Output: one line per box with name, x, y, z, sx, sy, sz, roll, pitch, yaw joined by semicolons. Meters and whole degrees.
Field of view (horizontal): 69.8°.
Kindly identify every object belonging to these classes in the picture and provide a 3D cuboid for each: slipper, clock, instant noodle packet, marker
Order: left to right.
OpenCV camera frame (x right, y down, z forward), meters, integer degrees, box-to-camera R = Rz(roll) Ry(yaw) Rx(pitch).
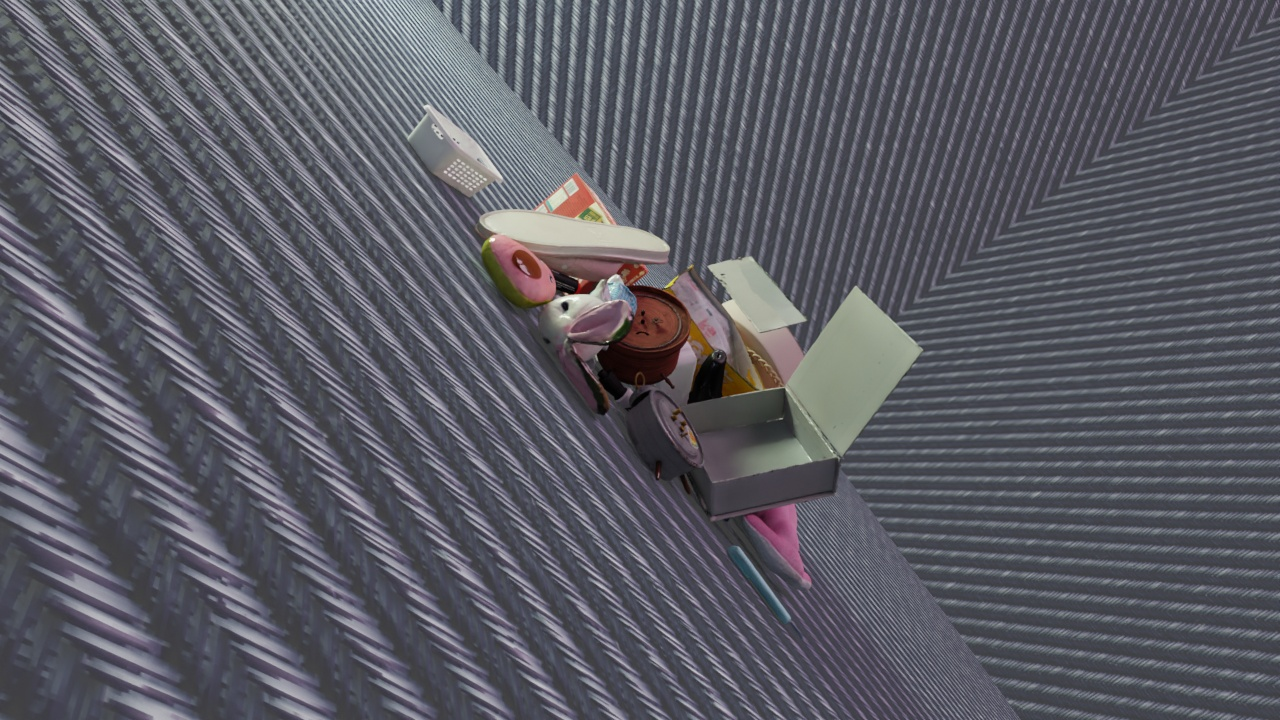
marker;-0.126;-0.106;1.089;0.023;0.021;0.145;29;7;42
slipper;-0.082;-0.143;1.171;0.273;0.055;0.114;1;31;-34
marker;-0.007;0.058;1.096;0.126;0.025;0.025;47;10;-18
clock;0.000;-0.039;1.146;0.072;0.120;0.157;99;-6;-45
clock;0.024;0.074;1.045;0.104;0.056;0.147;33;27;-55
instant noodle packet;0.077;-0.001;1.327;0.084;0.163;0.221;-34;87;-38

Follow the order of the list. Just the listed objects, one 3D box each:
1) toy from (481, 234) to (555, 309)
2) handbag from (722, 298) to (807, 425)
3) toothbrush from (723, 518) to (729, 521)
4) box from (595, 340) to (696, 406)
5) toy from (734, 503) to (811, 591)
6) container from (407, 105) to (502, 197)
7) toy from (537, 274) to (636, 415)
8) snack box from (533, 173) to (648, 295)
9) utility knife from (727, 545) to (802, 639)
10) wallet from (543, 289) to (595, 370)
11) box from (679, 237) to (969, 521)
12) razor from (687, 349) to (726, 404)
toy;-0.132;-0.095;1.016;0.090;0.051;0.110;54;9;13
handbag;0.161;0.015;1.386;0.210;0.103;0.209;59;-34;1
toothbrush;0.083;0.151;1.174;0.021;0.017;0.135;-5;42;-27
box;-0.008;-0.001;1.220;0.124;0.136;0.108;99;-30;-42
toy;0.174;0.172;1.199;0.186;0.128;0.265;50;14;-26
container;-0.239;-0.260;1.168;0.080;0.049;0.129;54;10;19
toy;-0.058;-0.050;1.012;0.105;0.131;0.205;17;29;-4
snack box;-0.086;-0.172;1.357;0.060;0.113;0.236;43;11;-42
utility knife;0.140;0.262;1.028;0.129;0.015;0.022;53;-22;9
wallet;-0.082;-0.042;1.112;0.086;0.032;0.116;47;10;-26
box;0.211;0.043;1.113;0.150;0.369;0.166;41;12;-34
razor;0.082;0.040;1.263;0.064;0.141;0.052;21;41;5
